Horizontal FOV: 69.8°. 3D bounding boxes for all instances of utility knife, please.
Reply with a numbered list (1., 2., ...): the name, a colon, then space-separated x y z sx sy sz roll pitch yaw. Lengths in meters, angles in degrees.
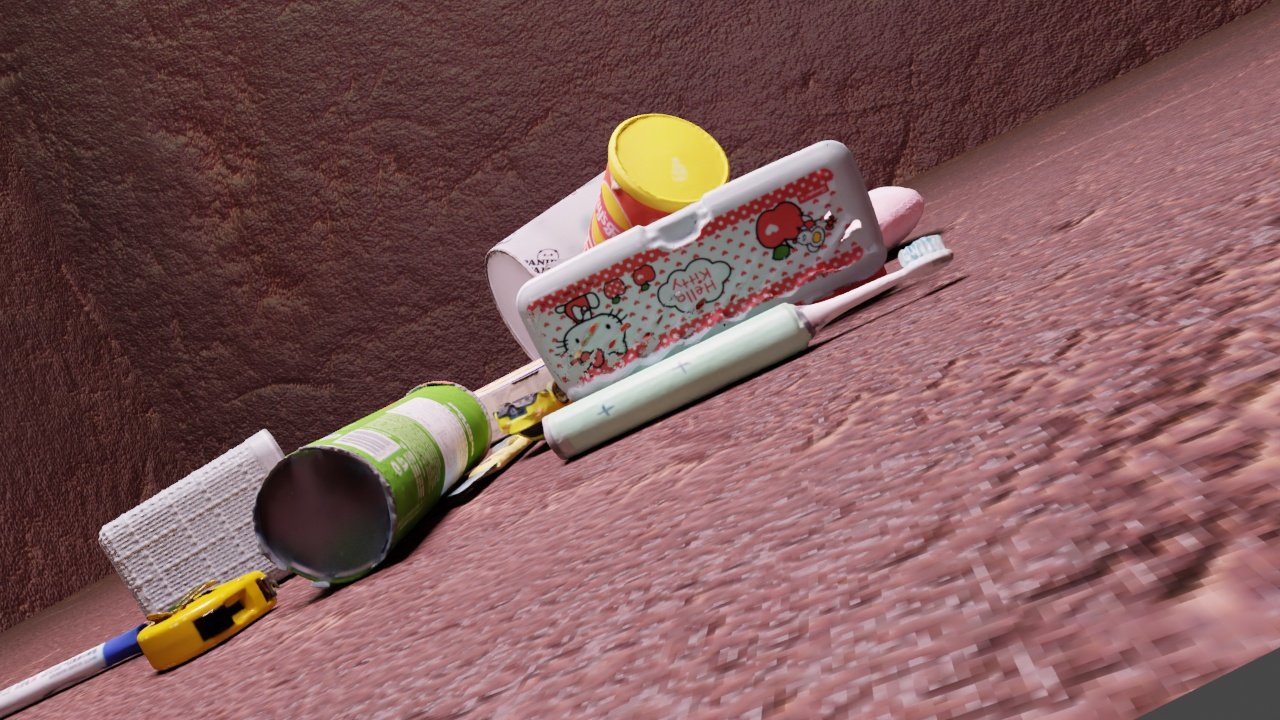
1. utility knife: -0.088 0.062 0.612 0.031 0.021 0.201 -31 7 13

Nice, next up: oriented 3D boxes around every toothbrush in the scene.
1. toothbrush: 0.051 -0.005 0.464 0.225 0.027 0.026 -26 -33 12

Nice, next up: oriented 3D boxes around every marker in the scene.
1. marker: -0.365 0.199 0.573 0.146 0.017 0.017 -26 4 11

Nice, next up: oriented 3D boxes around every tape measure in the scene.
1. tape measure: -0.226 0.131 0.469 0.060 0.029 0.057 -24 5 28

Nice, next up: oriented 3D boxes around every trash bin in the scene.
1. trash bin: -0.036 -0.114 1.129 0.251 0.229 0.230 -35 7 -24

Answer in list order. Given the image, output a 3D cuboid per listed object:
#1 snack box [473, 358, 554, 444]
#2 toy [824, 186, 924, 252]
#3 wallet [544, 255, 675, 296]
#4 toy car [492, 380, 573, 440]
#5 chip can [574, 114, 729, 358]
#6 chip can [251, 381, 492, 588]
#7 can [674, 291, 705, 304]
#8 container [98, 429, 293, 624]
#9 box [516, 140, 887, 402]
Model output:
1. snack box: -0.118 0.037 0.850 0.178 0.046 0.182 -26 5 5
2. toy: 0.149 -0.086 0.729 0.159 0.054 0.121 -34 3 0
3. wallet: 0.000 -0.049 0.748 0.129 0.106 0.037 -20 -12 -31
4. toy car: -0.053 0.033 0.611 0.048 0.032 0.105 -24 -7 27
5. chip can: -0.006 -0.058 0.604 0.073 0.073 0.217 -29 -22 -29
6. chip can: -0.145 0.061 0.543 0.072 0.072 0.236 -26 5 4
7. can: 0.054 -0.049 0.685 0.053 0.053 0.134 -25 14 15
8. container: -0.271 0.112 0.587 0.111 0.090 0.090 -32 6 -26
9. box: 0.037 -0.045 0.539 0.201 0.100 0.110 -26 8 5
